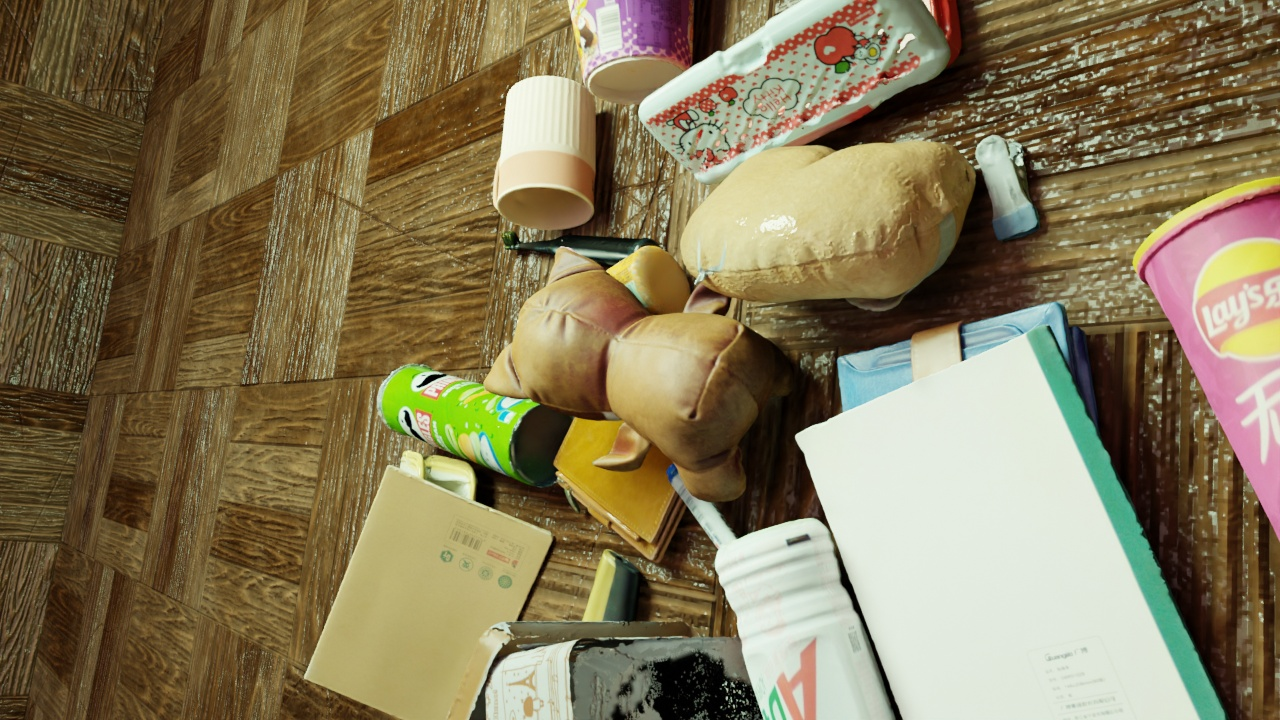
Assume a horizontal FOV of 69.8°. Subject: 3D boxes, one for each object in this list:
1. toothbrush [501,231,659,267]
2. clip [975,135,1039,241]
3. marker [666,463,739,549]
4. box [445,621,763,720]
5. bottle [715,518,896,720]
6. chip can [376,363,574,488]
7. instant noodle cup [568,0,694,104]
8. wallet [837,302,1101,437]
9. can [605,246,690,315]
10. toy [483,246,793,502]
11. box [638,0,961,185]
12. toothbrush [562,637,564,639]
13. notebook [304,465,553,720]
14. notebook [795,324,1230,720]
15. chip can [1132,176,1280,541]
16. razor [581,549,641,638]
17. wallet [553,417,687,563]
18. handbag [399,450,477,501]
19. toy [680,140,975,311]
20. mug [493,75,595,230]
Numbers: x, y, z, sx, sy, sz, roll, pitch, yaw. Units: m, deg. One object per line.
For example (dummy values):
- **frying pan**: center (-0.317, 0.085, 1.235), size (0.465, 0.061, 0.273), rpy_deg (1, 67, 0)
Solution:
- **toothbrush**: center (-0.060, -0.097, 0.785), size (0.026, 0.027, 0.213), rpy_deg (-43, 33, -25)
- **clip**: center (0.199, -0.094, 0.497), size (0.024, 0.028, 0.056), rpy_deg (-17, 77, 46)
- **marker**: center (0.060, 0.121, 0.577), size (0.017, 0.016, 0.145), rpy_deg (-53, 56, 25)
- **box**: center (-0.026, 0.228, 0.537), size (0.169, 0.181, 0.150), rpy_deg (-29, 58, 40)
- **bottle**: center (0.100, 0.187, 0.489), size (0.068, 0.068, 0.196), rpy_deg (-33, 65, 38)
- **chip can**: center (-0.148, 0.053, 0.809), size (0.236, 0.072, 0.072), rpy_deg (11, 87, 49)
- **instant noodle cup**: center (-0.005, -0.262, 0.717), size (0.112, 0.111, 0.099), rpy_deg (-12, 80, 46)
- **wallet**: center (0.169, 0.034, 0.484), size (0.133, 0.040, 0.106), rpy_deg (-17, 71, 44)
- **can**: center (-0.030, -0.033, 0.709), size (0.146, 0.058, 0.058), rpy_deg (-28, 59, 41)
- **toy**: center (-0.004, 0.003, 0.603), size (0.200, 0.130, 0.140), rpy_deg (20, 67, 24)
- **box**: center (0.092, -0.187, 0.585), size (0.202, 0.099, 0.095), rpy_deg (-19, 66, 44)
- **toothbrush**: center (-0.086, 0.308, 0.701), size (0.026, 0.027, 0.221), rpy_deg (-86, 17, -81)
- **notebook**: center (-0.178, 0.206, 0.764), size (0.008, 0.148, 0.208), rpy_deg (-76, 9, -78)
- **notebook**: center (0.171, 0.107, 0.447), size (0.151, 0.012, 0.209), rpy_deg (-31, 69, 39)
- **chip can**: center (0.266, 0.035, 0.346), size (0.072, 0.071, 0.210), rpy_deg (-34, 56, 38)
- **razor**: center (-0.036, 0.219, 0.651), size (0.068, 0.062, 0.167), rpy_deg (11, 82, 19)
- **wallet**: center (-0.012, 0.077, 0.675), size (0.131, 0.035, 0.119), rpy_deg (31, 101, 48)
- **handbag**: center (-0.211, 0.168, 0.868), size (0.179, 0.063, 0.163), rpy_deg (0, 79, 63)
- **toy**: center (0.086, -0.086, 0.559), size (0.226, 0.143, 0.082), rpy_deg (15, 128, 52)
- **mug**: center (-0.089, -0.174, 0.798), size (0.115, 0.081, 0.105), rpy_deg (-17, 65, 46)
